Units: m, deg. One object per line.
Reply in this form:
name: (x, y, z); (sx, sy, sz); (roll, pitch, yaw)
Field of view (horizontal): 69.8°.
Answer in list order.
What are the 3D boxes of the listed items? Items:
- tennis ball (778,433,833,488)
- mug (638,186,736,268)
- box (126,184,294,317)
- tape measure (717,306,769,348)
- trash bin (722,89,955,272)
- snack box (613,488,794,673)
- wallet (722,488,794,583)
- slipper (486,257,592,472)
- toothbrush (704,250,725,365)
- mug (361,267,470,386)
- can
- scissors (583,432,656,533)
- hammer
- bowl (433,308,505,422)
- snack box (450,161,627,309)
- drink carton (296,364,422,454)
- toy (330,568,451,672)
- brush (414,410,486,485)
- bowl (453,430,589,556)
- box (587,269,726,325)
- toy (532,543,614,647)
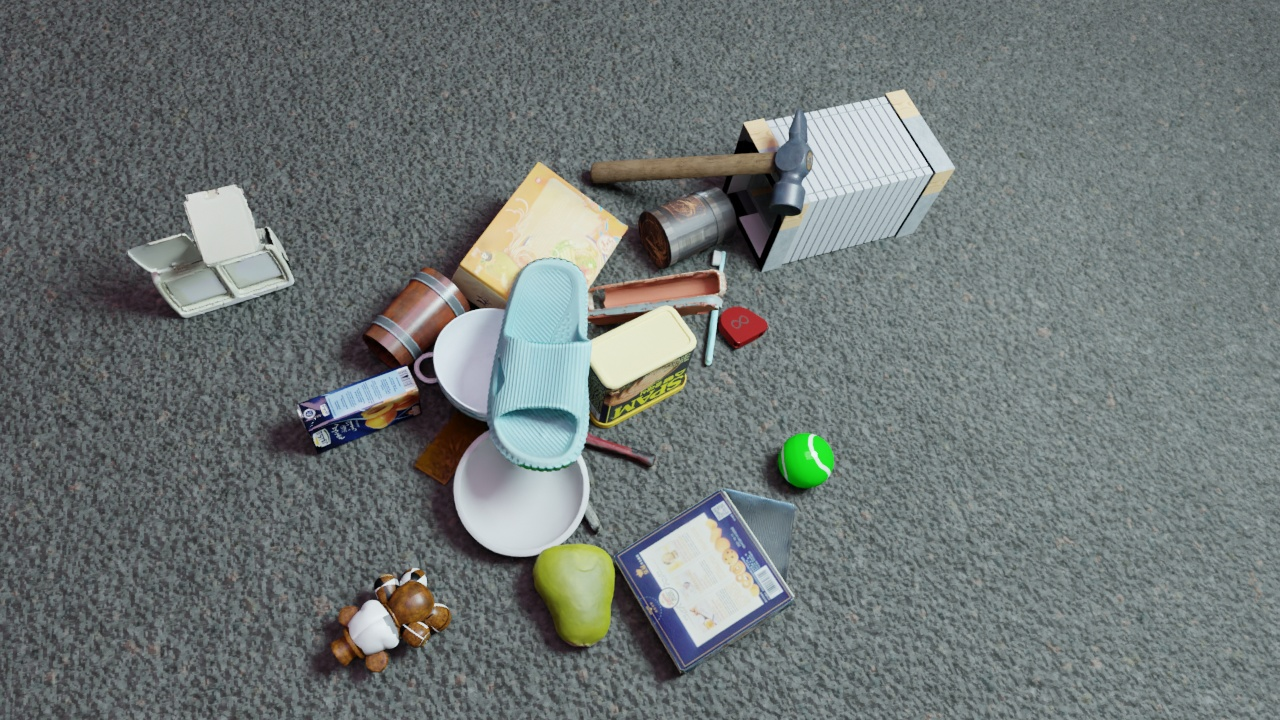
tennis ball: (0.197, 0.119, 1.091); (0.065, 0.065, 0.065); (3, 61, -6)
mug: (0.054, -0.188, 1.240); (0.107, 0.080, 0.116); (-25, 42, -21)
box: (-0.488, -0.107, 1.051); (0.143, 0.181, 0.080); (-21, 67, -11)
tape measure: (0.131, -0.046, 1.199); (0.058, 0.019, 0.051); (-27, 66, -28)
trash bin: (0.264, -0.246, 1.254); (0.246, 0.143, 0.142); (-15, 65, -16)
snack box: (0.068, 0.239, 1.002); (0.145, 0.043, 0.144); (-31, 69, -5)
wallet: (0.129, 0.209, 1.056); (0.089, 0.026, 0.114); (11, 61, 0)
slipper: (-0.109, -0.011, 1.009); (0.116, 0.070, 0.275); (0, 60, 4)
toothbrush: (0.096, -0.072, 1.210); (0.016, 0.016, 0.180); (11, 60, -5)
mug: (-0.258, -0.035, 1.107); (0.117, 0.082, 0.111); (38, 67, 4)
can: (-0.007, 0.006, 1.101); (0.135, 0.105, 0.075); (-27, 68, -20)
scissors: (-0.076, 0.118, 1.083); (0.198, 0.015, 0.179); (1, 61, -7)
hammer: (0.069, -0.252, 1.194); (0.322, 0.040, 0.129); (4, 78, 33)
bowl: (-0.173, 0.019, 1.074); (0.144, 0.074, 0.143); (9, 56, -13)
snack box: (-0.127, -0.128, 1.159); (0.145, 0.081, 0.194); (35, 58, -8)
drink carton: (-0.321, 0.056, 1.054); (0.129, 0.064, 0.040); (-22, 64, -19)
toy: (-0.263, 0.271, 0.951); (0.112, 0.067, 0.087); (-35, 71, -14)
brush: (-0.211, 0.084, 1.080); (0.048, 0.017, 0.126); (30, 62, 9)
bowl: (-0.134, 0.145, 1.035); (0.149, 0.043, 0.149); (2, 78, -8)
box: (0.013, -0.078, 1.137); (0.187, 0.057, 0.067); (-6, 17, 22)
toy: (-0.069, 0.252, 0.988); (0.090, 0.051, 0.109); (1, 66, -21)
